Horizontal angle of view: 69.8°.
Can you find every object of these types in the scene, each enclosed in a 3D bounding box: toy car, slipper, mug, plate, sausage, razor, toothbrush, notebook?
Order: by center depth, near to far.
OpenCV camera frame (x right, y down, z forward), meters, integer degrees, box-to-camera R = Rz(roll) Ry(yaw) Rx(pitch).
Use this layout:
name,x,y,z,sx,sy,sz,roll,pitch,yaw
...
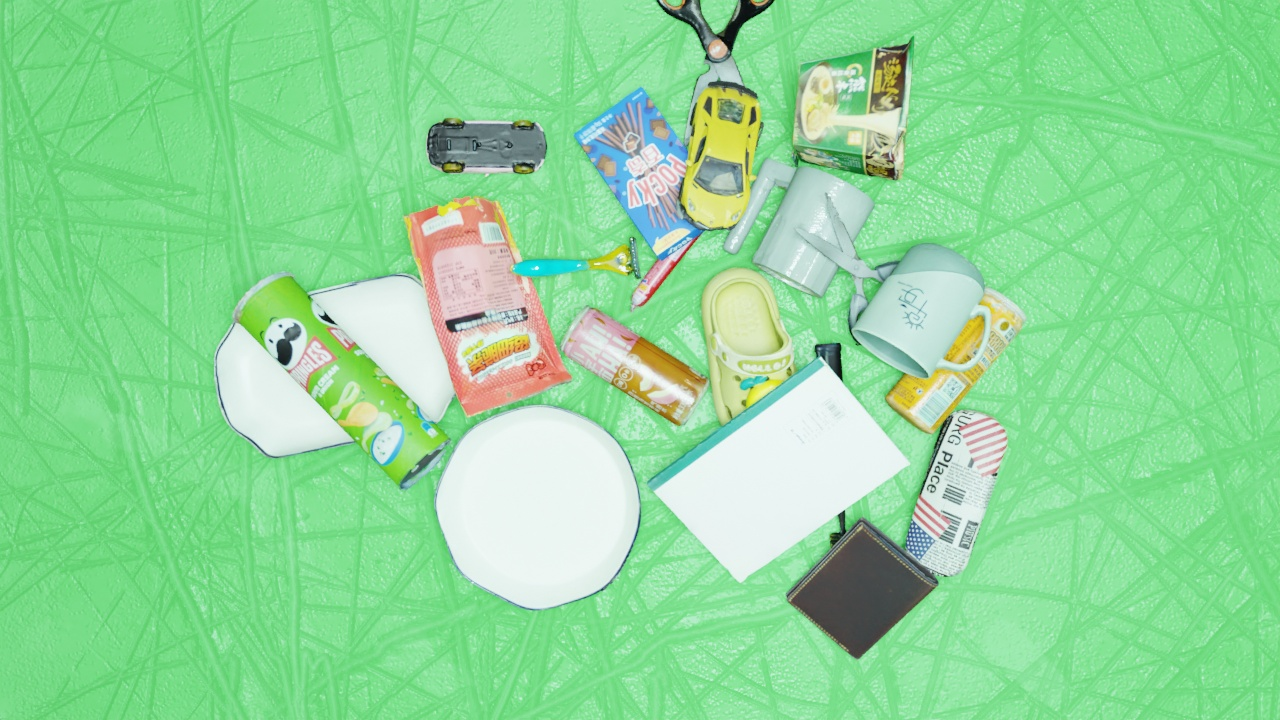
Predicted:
name,x,y,z,sx,sy,sz,roll,pitch,yaw
mug,0.273,-0.042,0.852,0.112,0.082,0.106,34,86,23
toy car,0.079,-0.196,0.883,0.071,0.041,0.155,13,70,-5
notebook,0.132,0.109,0.886,0.209,0.012,0.150,-38,108,14
slipper,0.109,0.000,0.895,0.091,0.081,0.190,-14,86,2
mug,0.151,-0.131,0.899,0.124,0.083,0.103,29,94,30
toothbrush,0.194,0.089,0.918,0.027,0.026,0.212,-3,91,33
razor,-0.065,-0.097,0.922,0.132,0.028,0.043,-7,92,-13
sausage,0.036,-0.112,0.930,0.020,0.020,0.156,39,92,3
plate,-0.101,0.146,0.930,0.205,0.045,0.205,0,91,4
toy car,-0.157,-0.217,0.937,0.122,0.037,0.056,-1,93,-8
plate,-0.306,0.006,0.950,0.266,0.034,0.162,-13,89,5

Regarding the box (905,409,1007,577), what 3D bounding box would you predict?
name,x,y,z,sx,sy,sz,roll,pitch,yaw
box,0.301,0.128,0.882,0.074,0.079,0.163,18,98,8

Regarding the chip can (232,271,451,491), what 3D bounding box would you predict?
name,x,y,z,sx,sy,sz,roll,pitch,yaw
chip can,-0.288,0.020,0.895,0.072,0.072,0.236,-45,87,3

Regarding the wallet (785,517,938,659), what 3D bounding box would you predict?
name,x,y,z,sx,sy,sz,roll,pitch,yaw
wallet,0.215,0.226,0.901,0.096,0.020,0.122,40,114,7

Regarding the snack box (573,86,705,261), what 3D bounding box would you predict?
name,x,y,z,sx,sy,sz,roll,pitch,yaw
snack box,0.010,-0.187,0.918,0.084,0.026,0.157,-35,80,4

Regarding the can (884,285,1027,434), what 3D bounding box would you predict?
name,x,y,z,sx,sy,sz,roll,pitch,yaw
can,0.305,0.001,0.892,0.058,0.058,0.146,40,93,3

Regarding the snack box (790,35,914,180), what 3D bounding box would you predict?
name,x,y,z,sx,sy,sz,roll,pitch,yaw
snack box,0.203,-0.238,0.877,0.106,0.118,0.117,6,91,14

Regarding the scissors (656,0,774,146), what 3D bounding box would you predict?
name,x,y,z,sx,sy,sz,roll,pitch,yaw
scissors,0.083,-0.336,0.924,0.224,0.021,0.221,-40,87,3

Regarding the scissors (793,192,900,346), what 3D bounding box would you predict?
name,x,y,z,sx,sy,sz,roll,pitch,yaw
scissors,0.208,-0.085,0.875,0.171,0.014,0.159,-10,113,-26

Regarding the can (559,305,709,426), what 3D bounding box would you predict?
name,x,y,z,sx,sy,sz,roll,pitch,yaw
can,-0.005,0.005,0.915,0.147,0.058,0.058,32,92,3

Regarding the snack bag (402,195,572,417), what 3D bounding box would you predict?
name,x,y,z,sx,sy,sz,roll,pitch,yaw
snack bag,-0.155,-0.057,0.913,0.128,0.073,0.208,-18,87,-35
